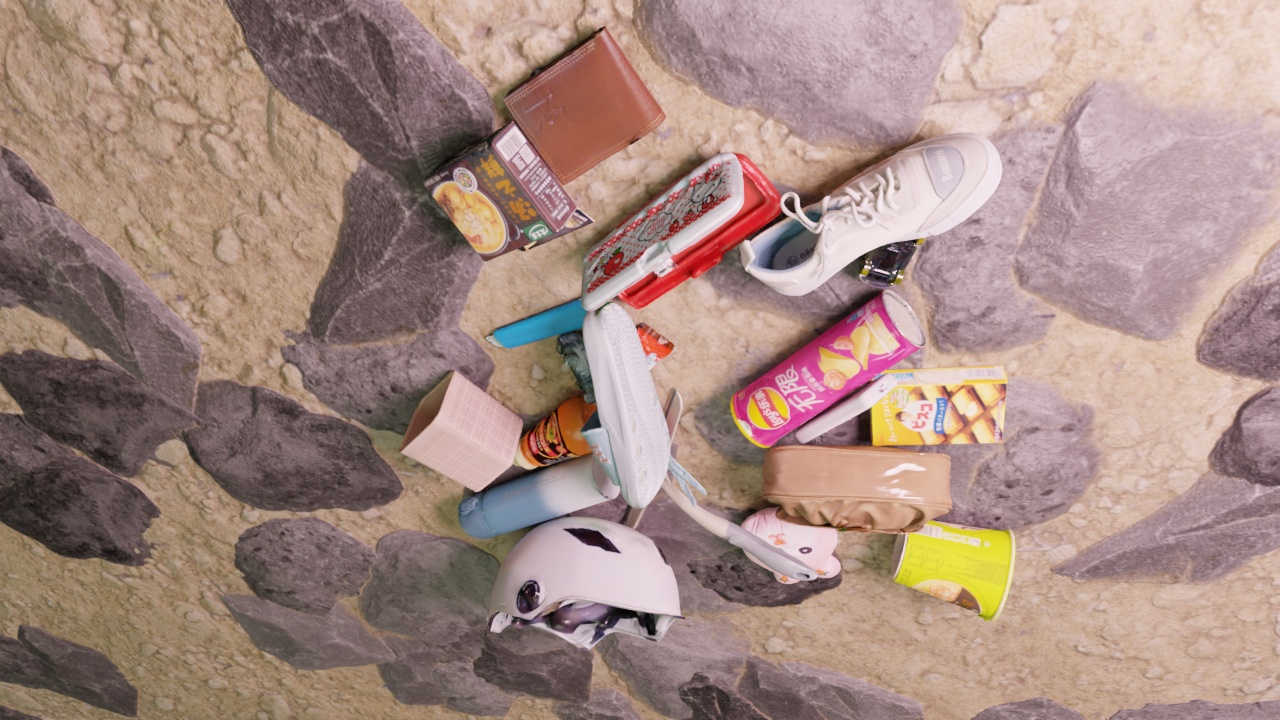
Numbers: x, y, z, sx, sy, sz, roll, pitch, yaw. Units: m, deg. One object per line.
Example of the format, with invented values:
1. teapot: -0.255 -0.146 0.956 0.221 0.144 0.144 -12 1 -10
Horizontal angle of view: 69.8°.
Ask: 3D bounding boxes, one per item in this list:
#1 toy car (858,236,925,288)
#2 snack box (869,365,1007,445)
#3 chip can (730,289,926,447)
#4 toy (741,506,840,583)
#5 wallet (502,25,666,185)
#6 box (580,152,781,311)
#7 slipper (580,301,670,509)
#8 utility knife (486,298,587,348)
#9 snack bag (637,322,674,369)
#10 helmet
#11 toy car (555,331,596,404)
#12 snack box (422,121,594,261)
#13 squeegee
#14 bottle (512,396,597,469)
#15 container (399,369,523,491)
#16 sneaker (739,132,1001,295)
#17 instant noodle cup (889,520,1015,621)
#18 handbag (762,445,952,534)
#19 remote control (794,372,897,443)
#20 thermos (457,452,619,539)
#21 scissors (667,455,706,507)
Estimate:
1. toy car: 0.242 -0.109 0.881 0.042 0.035 0.091 17 130 -2
2. snack box: 0.322 0.050 0.999 0.140 0.033 0.087 -1 128 14
3. chip can: 0.193 0.011 0.966 0.071 0.071 0.211 38 125 -20
4. toy: 0.196 0.237 1.164 0.121 0.054 0.159 -16 132 22
5. wallet: -0.052 -0.232 0.841 0.125 0.032 0.101 -25 118 27
6. box: 0.033 -0.108 0.880 0.202 0.101 0.095 -32 116 31
7. slipper: -0.028 0.055 0.989 0.074 0.103 0.246 -4 116 22
8. utility knife: -0.104 -0.040 1.014 0.160 0.018 0.034 -16 120 24
9. snack bag: -0.006 0.006 1.026 0.048 0.026 0.104 39 129 5
10. helmet: -0.067 0.274 1.166 0.228 0.145 0.259 21 146 -37
11. toy car: -0.066 0.009 1.033 0.034 0.043 0.090 -30 119 -10
12. snack box: -0.129 -0.154 0.891 0.113 0.053 0.125 -15 121 42
13. squeegee: 0.097 0.192 1.084 0.246 0.039 0.247 34 132 17
14. bottle: -0.104 0.095 1.100 0.150 0.066 0.067 -29 119 37
15. container: -0.209 0.088 1.094 0.111 0.089 0.090 35 126 -22
16. sneaker: 0.194 -0.136 0.819 0.243 0.089 0.090 -28 153 35
17. instant noodle cup: 0.370 0.242 1.105 0.123 0.111 0.112 14 130 10
18. handbag: 0.239 0.147 1.031 0.204 0.099 0.148 3 165 9
19. remote control: 0.218 0.053 0.982 0.020 0.055 0.136 53 147 4
20. thermos: -0.133 0.174 1.162 0.221 0.070 0.070 -21 122 25
21. scissors: 0.025 0.119 1.076 0.084 0.017 0.137 -39 76 37
